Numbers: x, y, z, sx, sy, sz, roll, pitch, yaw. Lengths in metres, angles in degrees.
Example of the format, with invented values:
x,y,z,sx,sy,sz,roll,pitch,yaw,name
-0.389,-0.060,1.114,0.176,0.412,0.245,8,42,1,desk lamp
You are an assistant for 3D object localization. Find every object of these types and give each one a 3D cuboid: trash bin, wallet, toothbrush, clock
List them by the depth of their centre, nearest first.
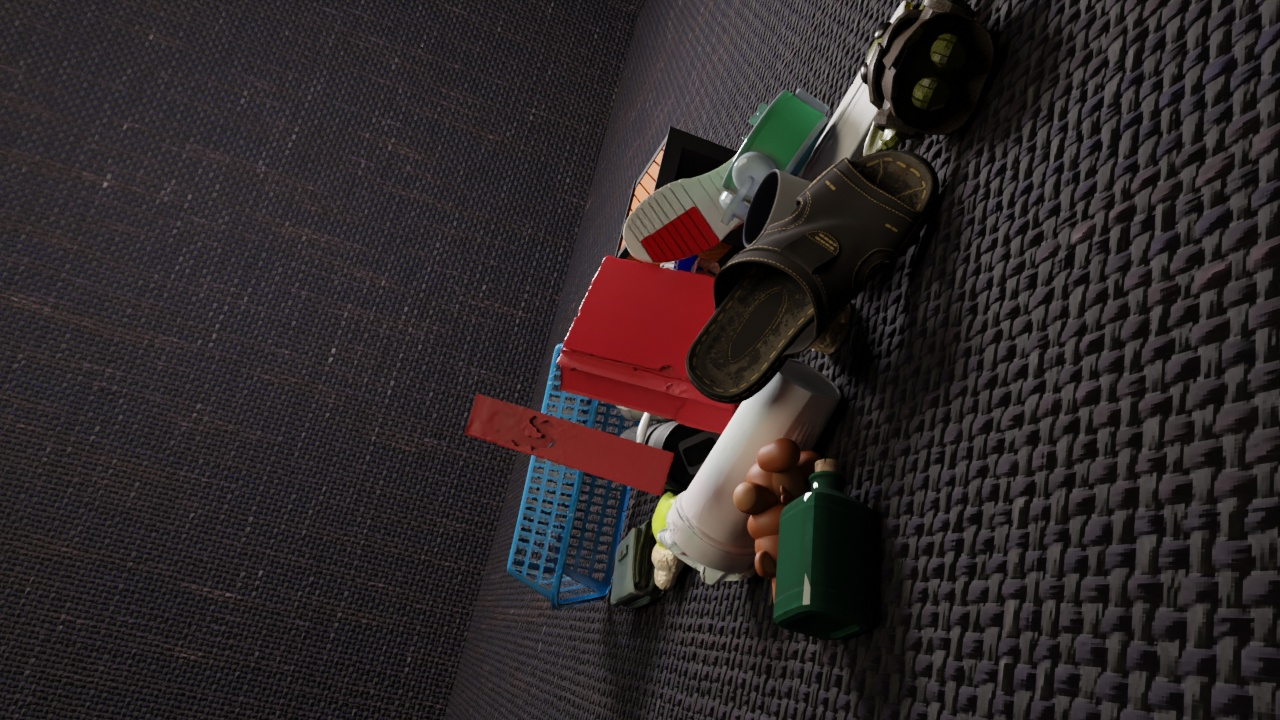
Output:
x,y,z,sx,sy,sz,roll,pitch,yaw,name
0.132,-0.213,0.990,0.161,0.075,0.122,-54,-5,-20,clock
0.015,0.035,1.131,0.016,0.017,0.188,106,180,-57,toothbrush
-0.003,0.264,1.183,0.132,0.054,0.100,120,164,-62,wallet
0.065,-0.213,1.321,0.172,0.139,0.139,139,147,-67,trash bin

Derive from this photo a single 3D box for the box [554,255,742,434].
x,y,z,sx,sy,sz,roll,pitch,yaw,name
0.032,-0.028,1.033,0.164,0.215,0.153,-31,-48,-59,box

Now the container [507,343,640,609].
x,y,z,sx,sy,sz,roll,pitch,yaw,name
-0.081,0.150,1.281,0.257,0.089,0.362,40,-119,-73,container

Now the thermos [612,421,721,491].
x,y,z,sx,sy,sz,roll,pitch,yaw,name
0.032,0.118,1.143,0.241,0.082,0.082,158,128,-74,thermos

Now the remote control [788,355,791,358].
x,y,z,sx,sy,sz,roll,pitch,yaw,name
0.158,-0.036,0.963,0.032,0.015,0.136,-150,80,-78,remote control

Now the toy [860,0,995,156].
x,y,z,sx,sy,sz,roll,pitch,yaw,name
0.233,-0.247,0.772,0.152,0.078,0.180,-94,21,-67,toy

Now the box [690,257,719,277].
x,y,z,sx,sy,sz,roll,pitch,yaw,name
0.092,-0.048,1.137,0.042,0.082,0.186,118,163,-54,box

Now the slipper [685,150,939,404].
x,y,z,sx,sy,sz,roll,pitch,yaw,name
0.135,-0.075,0.764,0.268,0.113,0.075,-47,-26,7,slipper

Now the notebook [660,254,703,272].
x,y,z,sx,sy,sz,roll,pitch,yaw,name
0.058,-0.060,1.191,0.172,0.022,0.208,61,-150,-48,notebook

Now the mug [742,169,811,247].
x,y,z,sx,sy,sz,roll,pitch,yaw,name
0.159,-0.139,0.908,0.111,0.097,0.079,-100,30,-65,mug

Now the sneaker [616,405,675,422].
x,y,z,sx,sy,sz,roll,pitch,yaw,name
0.023,-0.010,1.244,0.241,0.091,0.089,-74,-31,-46,sneaker

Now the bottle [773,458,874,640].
x,y,z,sx,sy,sz,roll,pitch,yaw,name
0.140,0.137,0.694,0.061,0.061,0.131,129,156,-54,bottle

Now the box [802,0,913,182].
x,y,z,sx,sy,sz,roll,pitch,yaw,name
0.227,-0.260,0.953,0.129,0.036,0.210,-81,14,-47,box

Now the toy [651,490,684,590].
x,y,z,sx,sy,sz,roll,pitch,yaw,name
0.036,0.213,1.086,0.092,0.046,0.115,160,120,-76,toy

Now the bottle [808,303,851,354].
x,y,z,sx,sy,sz,roll,pitch,yaw,name
0.137,-0.047,0.857,0.056,0.105,0.056,-164,91,-78,bottle

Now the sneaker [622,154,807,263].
x,y,z,sx,sy,sz,roll,pitch,yaw,name
0.086,-0.183,1.106,0.236,0.090,0.104,-34,-3,-6,sneaker

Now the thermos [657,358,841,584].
x,y,z,sx,sy,sz,roll,pitch,yaw,name
0.101,0.106,0.850,0.099,0.099,0.221,-98,32,-63,thermos

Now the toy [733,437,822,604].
x,y,z,sx,sy,sz,roll,pitch,yaw,name
0.120,0.134,0.755,0.065,0.094,0.127,-26,56,41,toy
